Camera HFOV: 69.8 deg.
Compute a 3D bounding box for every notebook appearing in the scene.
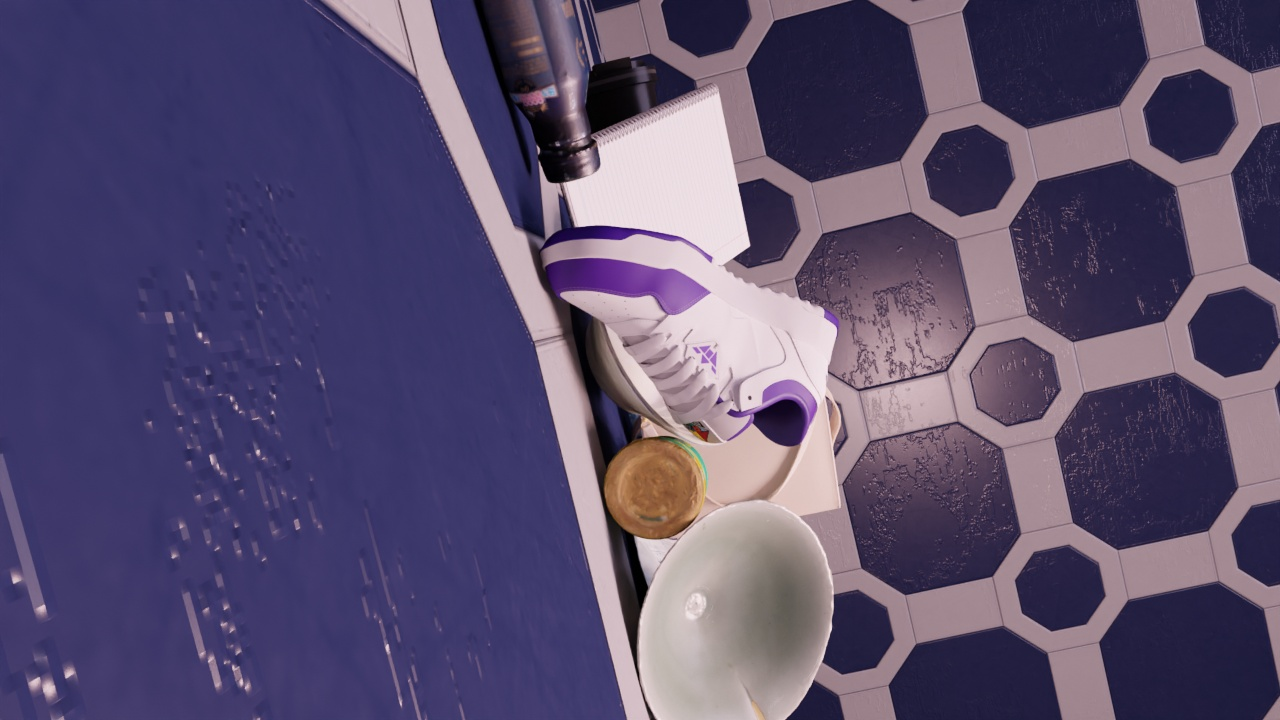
[{"bbox_3d":[0.022,-0.151,0.888,0.244,0.013,0.178,-36,120,-41],"label":"notebook"}]

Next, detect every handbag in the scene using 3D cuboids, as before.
[{"bbox_3d":[0.086,0.057,0.855,0.101,0.194,0.198,-97,175,-60],"label":"handbag"}]

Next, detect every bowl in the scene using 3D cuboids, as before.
[{"bbox_3d":[0.051,0.179,0.643,0.068,0.173,0.174,8,-63,55],"label":"bowl"},{"bbox_3d":[0.007,-0.008,0.706,0.176,0.058,0.176,32,44,-38],"label":"bowl"}]

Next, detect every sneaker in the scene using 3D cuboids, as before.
[{"bbox_3d":[0.033,-0.005,0.618,0.092,0.244,0.111,-13,-116,54],"label":"sneaker"}]

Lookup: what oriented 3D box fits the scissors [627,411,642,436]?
[{"bbox_3d":[-0.015,0.013,0.918,0.070,0.022,0.131,-86,158,-70],"label":"scissors"}]

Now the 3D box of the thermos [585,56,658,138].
[{"bbox_3d":[-0.012,-0.215,1.017,0.105,0.106,0.219,-85,161,-77],"label":"thermos"}]

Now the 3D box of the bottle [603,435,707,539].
[{"bbox_3d":[0.017,0.091,0.698,0.209,0.068,0.068,41,36,-83],"label":"bottle"}]

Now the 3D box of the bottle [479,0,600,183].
[{"bbox_3d":[-0.064,-0.195,0.591,0.056,0.056,0.161,-95,170,-64],"label":"bottle"}]

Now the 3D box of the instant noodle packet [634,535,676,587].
[{"bbox_3d":[0.043,0.217,0.784,0.269,0.057,0.146,43,31,-73],"label":"instant noodle packet"}]
